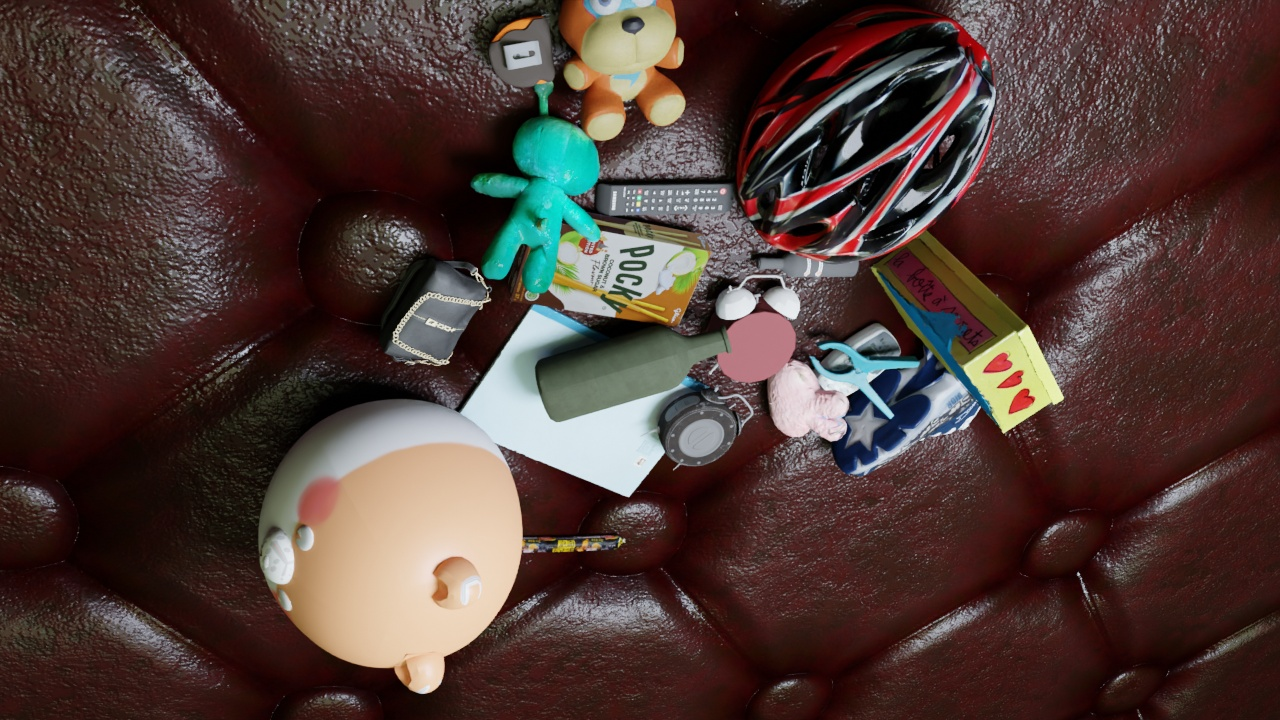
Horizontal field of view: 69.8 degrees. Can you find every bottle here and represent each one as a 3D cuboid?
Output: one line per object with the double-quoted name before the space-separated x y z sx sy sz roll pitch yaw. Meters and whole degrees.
"bottle" -0.006 0.006 0.982 0.207 0.071 0.071 -16 126 2
"bottle" 0.181 -0.107 1.007 0.113 0.030 0.030 -2 123 -14

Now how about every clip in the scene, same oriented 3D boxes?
"clip" 0.251 0.021 1.070 0.120 0.027 0.103 25 99 -4

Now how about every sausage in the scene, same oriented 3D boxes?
"sausage" -0.094 0.232 1.163 0.155 0.020 0.020 2 122 -16

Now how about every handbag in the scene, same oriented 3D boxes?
"handbag" -0.208 -0.047 0.934 0.079 0.054 0.129 22 112 -39

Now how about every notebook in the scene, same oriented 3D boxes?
"notebook" -0.062 0.053 1.059 0.253 0.009 0.181 27 112 -28

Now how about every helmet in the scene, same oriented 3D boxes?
"helmet" 0.214 -0.203 0.884 0.217 0.166 0.273 35 119 -19

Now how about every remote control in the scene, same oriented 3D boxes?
"remote control" 0.255 0.005 1.102 0.114 0.028 0.060 -37 124 10
"remote control" 0.028 -0.166 0.933 0.146 0.015 0.033 -3 129 -13

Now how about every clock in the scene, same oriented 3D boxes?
"clock" 0.125 -0.035 1.028 0.096 0.048 0.138 -1 123 -15
"clock" 0.069 0.075 1.076 0.123 0.043 0.091 -36 126 8

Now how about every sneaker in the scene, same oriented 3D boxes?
"sneaker" 0.362 0.056 1.131 0.270 0.103 0.132 -45 129 12

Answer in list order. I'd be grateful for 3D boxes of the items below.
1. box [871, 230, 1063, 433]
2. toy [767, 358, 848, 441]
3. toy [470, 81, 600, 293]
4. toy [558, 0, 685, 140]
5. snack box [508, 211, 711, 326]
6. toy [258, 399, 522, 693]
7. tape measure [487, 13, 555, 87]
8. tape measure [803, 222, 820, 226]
"box" 0.346 -0.036 0.984 0.080 0.220 0.124 -37 122 9
"toy" 0.196 0.052 1.079 0.053 0.105 0.108 -36 138 -35
"toy" -0.087 -0.158 0.847 0.130 0.072 0.193 20 79 -18
"toy" -0.019 -0.287 0.801 0.112 0.096 0.176 -18 112 -12
"snack box" -0.032 -0.096 0.945 0.185 0.031 0.101 8 129 -20
"toy" -0.249 0.182 0.931 0.265 0.280 0.263 2 124 -41
"tape measure" -0.105 -0.272 0.810 0.059 0.038 0.058 -9 113 -4
"tape measure" 0.200 -0.145 0.993 0.051 0.019 0.059 -26 125 3
